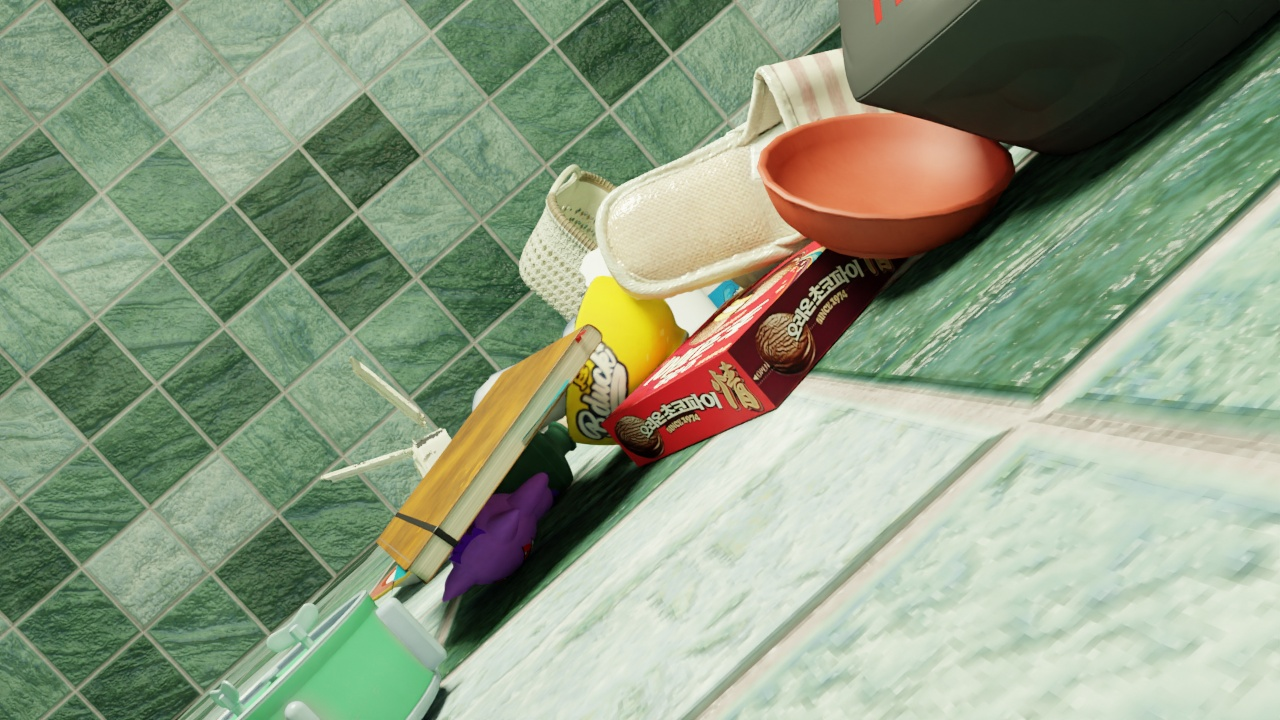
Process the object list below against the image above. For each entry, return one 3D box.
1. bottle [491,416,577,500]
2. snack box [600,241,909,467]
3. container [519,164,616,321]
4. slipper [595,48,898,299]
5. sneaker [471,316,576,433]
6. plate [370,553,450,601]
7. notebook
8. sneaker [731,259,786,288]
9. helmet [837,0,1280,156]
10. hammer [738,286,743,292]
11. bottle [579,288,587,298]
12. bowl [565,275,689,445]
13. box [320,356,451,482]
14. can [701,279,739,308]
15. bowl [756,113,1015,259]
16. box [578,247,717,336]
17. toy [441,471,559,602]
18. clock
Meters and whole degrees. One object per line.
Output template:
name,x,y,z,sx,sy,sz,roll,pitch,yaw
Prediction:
bottle,-0.094,0.091,0.708,0.131,0.061,0.061,-44,7,-31
snack box,0.061,-0.009,0.525,0.132,0.036,0.152,-44,5,-30
container,-0.033,-0.119,1.180,0.143,0.246,0.184,-49,3,30
slipper,0.092,-0.121,0.559,0.263,0.115,0.052,-24,-10,8
sneaker,-0.051,0.015,1.010,0.269,0.103,0.132,-34,23,-15
plate,-0.192,0.177,0.968,0.230,0.021,0.229,-41,4,4
notebook,-0.109,0.065,0.580,0.178,0.014,0.250,-55,12,-17
sneaker,0.160,-0.120,0.612,0.235,0.087,0.079,-39,26,-10
helmet,0.186,-0.197,0.416,0.264,0.170,0.165,-44,5,-27
hammer,0.104,-0.083,0.798,0.120,0.031,0.330,-37,10,24
bottle,-0.018,-0.028,0.906,0.036,0.110,0.036,-41,4,4
bowl,-0.004,0.004,0.630,0.117,0.068,0.117,9,-91,-80
box,-0.200,0.099,0.785,0.095,0.185,0.146,-51,0,-18
can,0.070,-0.064,0.932,0.130,0.044,0.130,-41,4,4
bowl,0.120,-0.085,0.460,0.122,0.035,0.121,-4,36,3
box,0.002,-0.064,0.833,0.084,0.162,0.112,-36,-9,1
toy,-0.095,0.109,0.574,0.106,0.056,0.088,-51,8,6
clock,-0.172,0.179,0.432,0.162,0.075,0.121,-40,4,26
